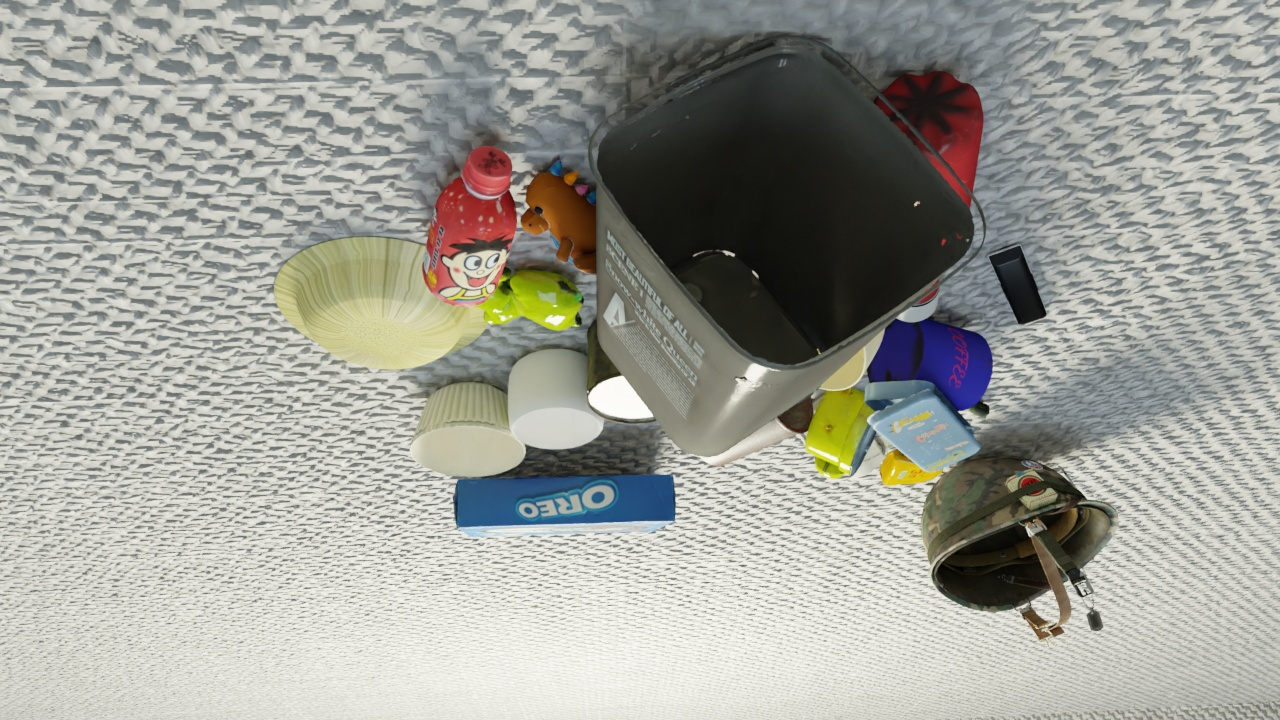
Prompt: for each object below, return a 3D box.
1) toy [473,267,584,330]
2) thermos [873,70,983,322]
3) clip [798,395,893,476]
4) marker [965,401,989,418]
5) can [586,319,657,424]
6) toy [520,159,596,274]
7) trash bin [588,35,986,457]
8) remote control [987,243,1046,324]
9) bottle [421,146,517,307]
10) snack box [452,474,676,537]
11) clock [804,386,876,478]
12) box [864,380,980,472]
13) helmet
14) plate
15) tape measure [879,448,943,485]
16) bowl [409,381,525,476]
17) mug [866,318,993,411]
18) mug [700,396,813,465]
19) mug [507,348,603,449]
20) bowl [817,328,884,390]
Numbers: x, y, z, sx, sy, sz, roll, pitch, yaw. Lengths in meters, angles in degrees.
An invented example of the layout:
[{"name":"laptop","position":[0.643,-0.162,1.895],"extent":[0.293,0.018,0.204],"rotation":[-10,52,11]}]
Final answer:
[{"name":"toy","position":[-0.096,-0.052,0.786],"extent":[0.094,0.036,0.094],"rotation":[-14,143,22]},{"name":"thermos","position":[0.210,-0.106,0.695],"extent":[0.073,0.073,0.240],"rotation":[-9,148,8]},{"name":"clip","position":[0.247,0.084,1.008],"extent":[0.151,0.089,0.125],"rotation":[-7,152,24]},{"name":"marker","position":[0.328,0.035,0.985],"extent":[0.146,0.017,0.017],"rotation":[21,140,-34]},{"name":"can","position":[-0.005,0.005,0.850],"extent":[0.090,0.074,0.090],"rotation":[-1,147,-1]},{"name":"toy","position":[-0.035,-0.119,0.689],"extent":[0.103,0.070,0.090],"rotation":[-42,123,14]},{"name":"trash bin","position":[0.072,-0.056,0.632],"extent":[0.197,0.197,0.221],"rotation":[-31,163,-21]},{"name":"remote control","position":[0.344,-0.065,0.832],"extent":[0.028,0.011,0.124],"rotation":[-20,144,24]},{"name":"bottle","position":[-0.124,-0.101,0.681],"extent":[0.062,0.061,0.138],"rotation":[7,147,-17]},{"name":"snack box","position":[-0.089,0.171,1.069],"extent":[0.239,0.056,0.196],"rotation":[-1,166,-6]},{"name":"clock","position":[0.201,0.071,0.899],"extent":[0.057,0.083,0.119],"rotation":[22,159,21]},{"name":"box","position":[0.270,0.068,0.861],"extent":[0.067,0.052,0.209],"rotation":[-8,160,29]},{"name":"helmet","position":[0.454,0.220,1.088],"extent":[0.224,0.235,0.193],"rotation":[-7,133,12]},{"name":"plate","position":[-0.224,-0.034,0.800],"extent":[0.184,0.036,0.185],"rotation":[-3,148,-2]},{"name":"tape measure","position":[0.294,0.109,0.985],"extent":[0.059,0.030,0.068],"rotation":[-5,151,-2]},{"name":"bowl","position":[-0.176,0.068,0.941],"extent":[0.115,0.062,0.115],"rotation":[-3,148,-2]},{"name":"mug","position":[0.266,0.005,0.883],"extent":[0.083,0.079,0.111],"rotation":[12,167,-24]},{"name":"mug","position":[0.094,0.036,0.911],"extent":[0.110,0.096,0.123],"rotation":[-30,103,30]},{"name":"mug","position":[-0.079,0.043,0.906],"extent":[0.094,0.068,0.115],"rotation":[-12,147,14]},{"name":"bowl","position":[0.163,-0.044,0.780],"extent":[0.073,0.118,0.118],"rotation":[-38,161,-28]}]
